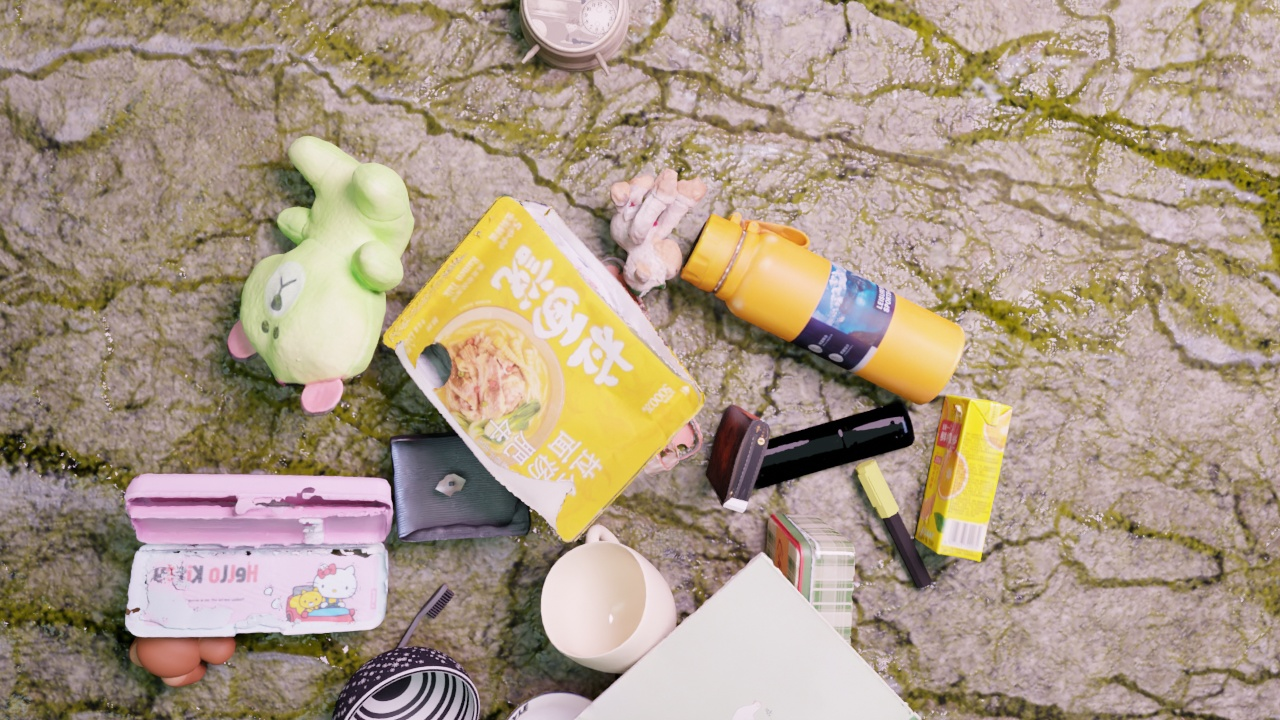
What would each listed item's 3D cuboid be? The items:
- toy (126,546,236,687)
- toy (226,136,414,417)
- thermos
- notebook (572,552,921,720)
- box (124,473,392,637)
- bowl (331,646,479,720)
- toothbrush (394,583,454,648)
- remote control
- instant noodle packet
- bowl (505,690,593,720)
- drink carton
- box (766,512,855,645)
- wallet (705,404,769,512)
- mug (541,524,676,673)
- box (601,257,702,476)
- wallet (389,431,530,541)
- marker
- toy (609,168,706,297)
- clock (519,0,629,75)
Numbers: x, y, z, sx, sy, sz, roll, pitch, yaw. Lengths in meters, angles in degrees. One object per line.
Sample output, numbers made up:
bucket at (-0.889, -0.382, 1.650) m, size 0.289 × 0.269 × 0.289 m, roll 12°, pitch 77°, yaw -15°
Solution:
toy at (-0.379, 0.211, 0.782) m, size 0.095 × 0.065 × 0.127 m, roll 31°, pitch 82°, yaw -7°
toy at (-0.247, -0.068, 0.737) m, size 0.150 × 0.107 × 0.197 m, roll 25°, pitch 99°, yaw 28°
thermos at (0.150, -0.049, 0.775) m, size 0.232 × 0.091 × 0.076 m, roll 25°, pitch 121°, yaw -4°
notebook at (0.064, 0.297, 0.715) m, size 0.253 × 0.010 × 0.182 m, roll -44°, pitch 89°, yaw 7°
box at (-0.310, 0.152, 0.758) m, size 0.201 × 0.077 × 0.146 m, roll 3°, pitch 110°, yaw -15°
bowl at (-0.205, 0.291, 0.778) m, size 0.120 × 0.066 × 0.120 m, roll -13°, pitch 118°, yaw -27°
toothbrush at (-0.222, 0.263, 0.808) m, size 0.013 × 0.013 × 0.167 m, roll 41°, pitch 92°, yaw -12°
remote control at (0.166, 0.075, 0.806) m, size 0.152 × 0.020 × 0.041 m, roll -16°, pitch 93°, yaw 0°
instant noodle packet at (-0.072, 0.006, 0.701) m, size 0.163 × 0.084 × 0.221 m, roll -47°, pitch 69°, yaw 16°
bowl at (-0.073, 0.351, 0.783) m, size 0.117 × 0.068 × 0.117 m, roll 9°, pitch 52°, yaw -12°
drink carton at (0.277, 0.098, 0.792) m, size 0.043 × 0.058 × 0.134 m, roll 11°, pitch 92°, yaw -3°
box at (0.134, 0.239, 0.770) m, size 0.051 × 0.117 × 0.205 m, roll 3°, pitch 96°, yaw -7°
wallet at (0.077, 0.076, 0.750) m, size 0.019 × 0.123 × 0.072 m, roll 18°, pitch 93°, yaw -4°
mug at (-0.021, 0.200, 0.771) m, size 0.096 × 0.100 × 0.120 m, roll -18°, pitch 56°, yaw 15°
box at (-0.006, 0.005, 0.778) m, size 0.042 × 0.082 × 0.187 m, roll -21°, pitch 97°, yaw 31°
wallet at (-0.150, 0.103, 0.767) m, size 0.115 × 0.026 × 0.089 m, roll -3°, pitch 95°, yaw 0°
marker at (0.225, 0.147, 0.813) m, size 0.021 × 0.018 × 0.124 m, roll -33°, pitch 99°, yaw -44°
toy at (0.008, -0.104, 0.756) m, size 0.074 × 0.085 × 0.106 m, roll 8°, pitch 99°, yaw 11°
clock at (-0.052, -0.308, 0.752) m, size 0.093 × 0.054 × 0.141 m, roll 7°, pitch 96°, yaw -3°
